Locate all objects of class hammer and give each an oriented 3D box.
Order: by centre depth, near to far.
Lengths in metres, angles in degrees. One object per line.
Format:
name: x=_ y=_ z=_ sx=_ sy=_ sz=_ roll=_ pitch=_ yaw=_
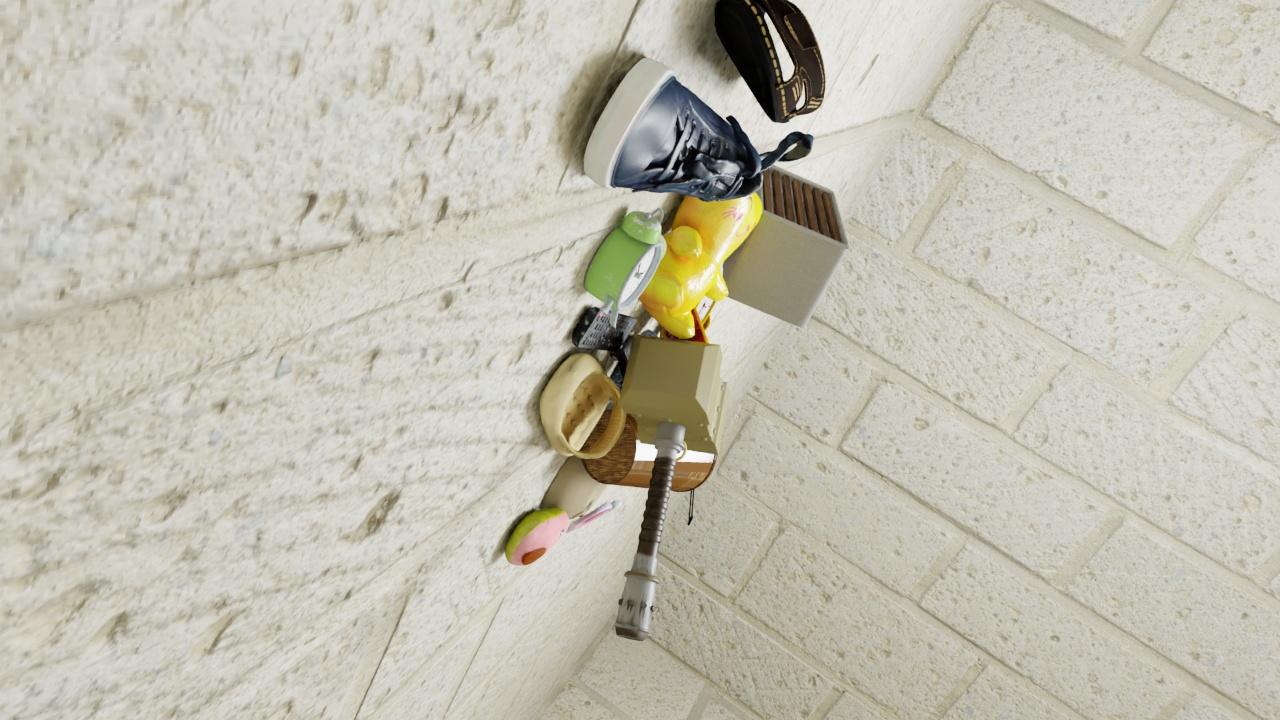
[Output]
hammer: x=0.021 y=0.154 z=1.053 sx=0.190 sy=0.101 sz=0.324 roll=67 pitch=33 yaw=-66

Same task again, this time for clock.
clock: x=-0.012 y=-0.097 z=0.896 sx=0.119 sy=0.042 sz=0.094 roll=-55 pitch=170 yaw=-6
clock: x=0.075 y=-0.075 z=1.315 sx=0.113 sy=0.052 sz=0.152 roll=-44 pitch=159 yaw=-50

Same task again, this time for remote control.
remote control: x=-0.041 y=-0.035 z=1.007 sx=0.047 sy=0.022 sz=0.150 roll=-58 pitch=167 yaw=6

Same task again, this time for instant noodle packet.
instant noodle packet: x=0.057 y=-0.033 z=1.186 sx=0.039 sy=0.135 sz=0.099 roll=-14 pitch=164 yaw=-15

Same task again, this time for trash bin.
trash bin: x=0.184 y=-0.159 z=1.202 sx=0.228 sy=0.114 sz=0.115 roll=-78 pitch=-169 yaw=-61

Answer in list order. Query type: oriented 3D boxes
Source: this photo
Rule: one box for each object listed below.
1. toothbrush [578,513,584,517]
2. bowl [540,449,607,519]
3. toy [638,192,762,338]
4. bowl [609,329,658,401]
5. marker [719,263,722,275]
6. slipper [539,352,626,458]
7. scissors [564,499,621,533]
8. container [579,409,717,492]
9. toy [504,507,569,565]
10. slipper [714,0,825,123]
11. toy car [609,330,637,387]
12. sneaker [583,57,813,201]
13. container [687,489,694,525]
toothbrush: x=-0.058 y=0.173 z=1.454 sx=0.189 sy=0.016 sz=0.017 roll=-60 pitch=-179 yaw=-40
bowl: x=-0.081 y=0.176 z=1.343 sx=0.152 sy=0.050 sz=0.152 roll=-54 pitch=169 yaw=-16
toy: x=0.063 y=-0.128 z=1.027 sx=0.193 sy=0.087 sz=0.134 roll=-59 pitch=153 yaw=-8
bowl: x=0.007 y=0.021 z=1.264 sx=0.114 sy=0.061 sz=0.114 roll=-54 pitch=170 yaw=-15
marker: x=0.104 y=-0.136 z=1.233 sx=0.012 sy=0.013 sz=0.142 roll=-51 pitch=146 yaw=-28
slipper: x=-0.055 y=0.061 z=1.072 sx=0.111 sy=0.079 sz=0.262 roll=-58 pitch=169 yaw=-12
scissors: x=-0.103 y=0.255 z=1.386 sx=0.179 sy=0.016 sz=0.102 roll=-35 pitch=168 yaw=20
container: x=0.007 y=0.122 z=1.288 sx=0.167 sy=0.132 sz=0.132 roll=7 pitch=118 yaw=-51
toy: x=-0.138 y=0.235 z=1.254 sx=0.109 sy=0.051 sz=0.090 roll=-31 pitch=153 yaw=-56
slipper: x=0.127 y=-0.278 z=0.838 sx=0.076 sy=0.113 sz=0.267 roll=-32 pitch=177 yaw=14
toy car: x=-0.007 y=0.007 z=1.162 sx=0.040 sy=0.037 sz=0.092 roll=-49 pitch=139 yaw=-32
sneaker: x=0.053 y=-0.171 z=0.763 sx=0.121 sy=0.127 sz=0.294 roll=-58 pitch=167 yaw=15
container: x=0.038 y=0.156 z=1.501 sx=0.148 sy=0.127 sz=0.200 roll=100 pitch=2 yaw=-64
